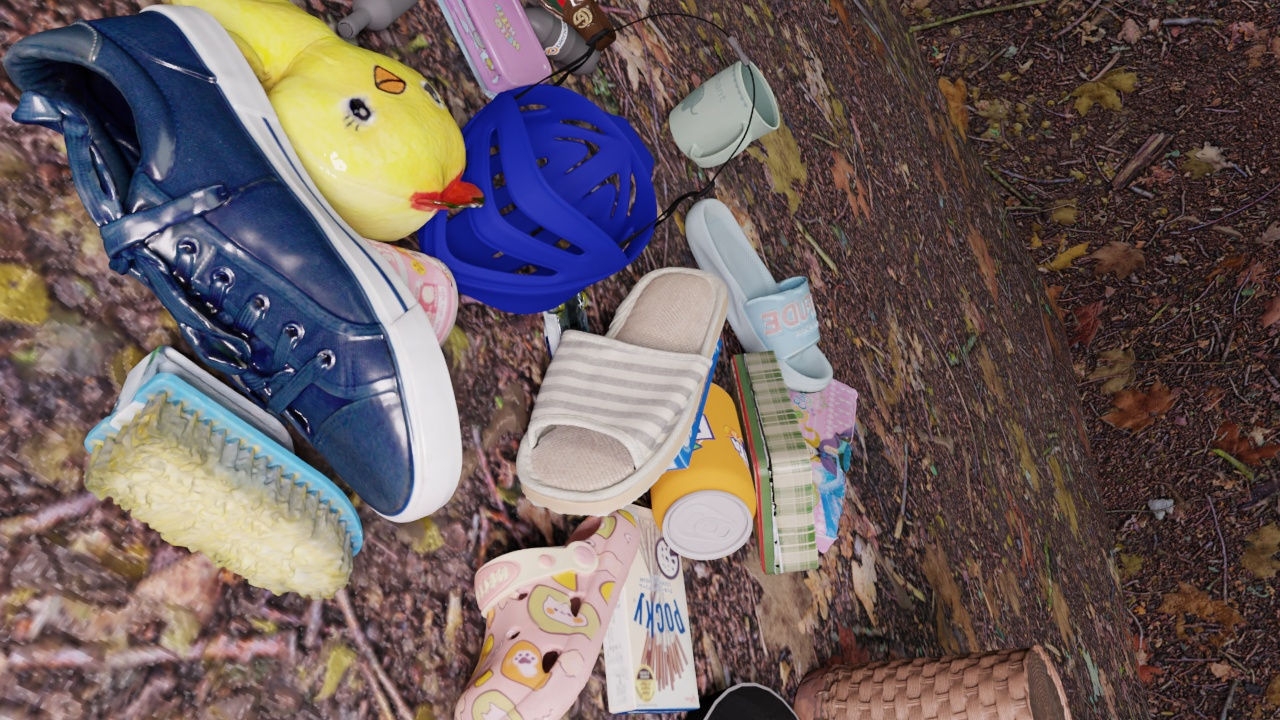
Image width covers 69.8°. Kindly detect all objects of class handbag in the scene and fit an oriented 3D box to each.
[{"bbox_3d":[-0.072,-0.344,0.827,0.138,0.063,0.166,49,12,-33],"label":"handbag"}]

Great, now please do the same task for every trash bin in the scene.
[{"bbox_3d":[0.263,0.339,0.818,0.151,0.211,0.151,33,47,-43],"label":"trash bin"}]

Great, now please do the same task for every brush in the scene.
[{"bbox_3d":[-0.190,0.057,0.446,0.136,0.055,0.075,45,16,-33],"label":"brush"}]

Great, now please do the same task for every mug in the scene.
[{"bbox_3d":[0.089,-0.261,1.015,0.084,0.104,0.111,39,41,-39],"label":"mug"}]

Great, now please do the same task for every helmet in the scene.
[{"bbox_3d":[-0.035,-0.138,0.633,0.148,0.228,0.240,54,37,-7],"label":"helmet"}]

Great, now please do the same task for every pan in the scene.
[{"bbox_3d":[0.124,0.418,0.724,0.356,0.034,0.224,56,33,-20],"label":"pan"}]

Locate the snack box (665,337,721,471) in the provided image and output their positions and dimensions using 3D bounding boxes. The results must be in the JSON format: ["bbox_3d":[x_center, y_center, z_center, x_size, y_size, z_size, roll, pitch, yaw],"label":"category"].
[{"bbox_3d":[0.008,0.028,0.729,0.034,0.087,0.150,63,29,-32],"label":"snack box"}]

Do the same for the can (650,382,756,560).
[{"bbox_3d":[0.046,0.084,0.731,0.079,0.079,0.142,49,19,-28],"label":"can"}]

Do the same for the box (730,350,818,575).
[{"bbox_3d":[0.112,0.082,0.804,0.205,0.050,0.118,-94,174,-62],"label":"box"}]

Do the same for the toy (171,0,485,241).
[{"bbox_3d":[-0.183,-0.148,0.539,0.207,0.092,0.133,51,28,-1],"label":"toy"}]

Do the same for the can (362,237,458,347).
[{"bbox_3d":[-0.157,-0.036,0.537,0.076,0.067,0.067,10,63,-55],"label":"can"}]

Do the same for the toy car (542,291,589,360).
[{"bbox_3d":[-0.057,-0.016,0.714,0.038,0.027,0.090,-24,108,-57],"label":"toy car"}]

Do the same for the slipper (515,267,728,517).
[{"bbox_3d":[-0.004,0.004,0.676,0.271,0.114,0.054,-57,155,-45],"label":"slipper"}]

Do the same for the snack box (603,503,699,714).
[{"bbox_3d":[0.003,0.185,0.689,0.082,0.026,0.149,24,51,-50],"label":"snack box"}]

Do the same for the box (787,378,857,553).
[{"bbox_3d":[0.171,0.109,0.982,0.084,0.077,0.229,23,42,0],"label":"box"}]

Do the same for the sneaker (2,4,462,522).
[{"bbox_3d":[-0.197,-0.040,0.426,0.294,0.121,0.127,55,41,4],"label":"sneaker"}]

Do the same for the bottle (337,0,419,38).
[{"bbox_3d":[-0.186,-0.258,0.662,0.030,0.030,0.112,52,35,-25],"label":"bottle"}]

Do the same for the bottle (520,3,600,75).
[{"bbox_3d":[-0.081,-0.297,0.841,0.109,0.036,0.036,15,59,-53],"label":"bottle"}]

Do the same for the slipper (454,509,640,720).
[{"bbox_3d":[-0.067,0.151,0.560,0.081,0.093,0.196,41,34,-6],"label":"slipper"}]

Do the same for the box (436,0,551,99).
[{"bbox_3d":[-0.147,-0.318,0.757,0.076,0.036,0.214,-38,105,-54],"label":"box"}]

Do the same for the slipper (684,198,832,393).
[{"bbox_3d":[0.135,-0.072,0.983,0.245,0.074,0.103,57,36,-3],"label":"slipper"}]
